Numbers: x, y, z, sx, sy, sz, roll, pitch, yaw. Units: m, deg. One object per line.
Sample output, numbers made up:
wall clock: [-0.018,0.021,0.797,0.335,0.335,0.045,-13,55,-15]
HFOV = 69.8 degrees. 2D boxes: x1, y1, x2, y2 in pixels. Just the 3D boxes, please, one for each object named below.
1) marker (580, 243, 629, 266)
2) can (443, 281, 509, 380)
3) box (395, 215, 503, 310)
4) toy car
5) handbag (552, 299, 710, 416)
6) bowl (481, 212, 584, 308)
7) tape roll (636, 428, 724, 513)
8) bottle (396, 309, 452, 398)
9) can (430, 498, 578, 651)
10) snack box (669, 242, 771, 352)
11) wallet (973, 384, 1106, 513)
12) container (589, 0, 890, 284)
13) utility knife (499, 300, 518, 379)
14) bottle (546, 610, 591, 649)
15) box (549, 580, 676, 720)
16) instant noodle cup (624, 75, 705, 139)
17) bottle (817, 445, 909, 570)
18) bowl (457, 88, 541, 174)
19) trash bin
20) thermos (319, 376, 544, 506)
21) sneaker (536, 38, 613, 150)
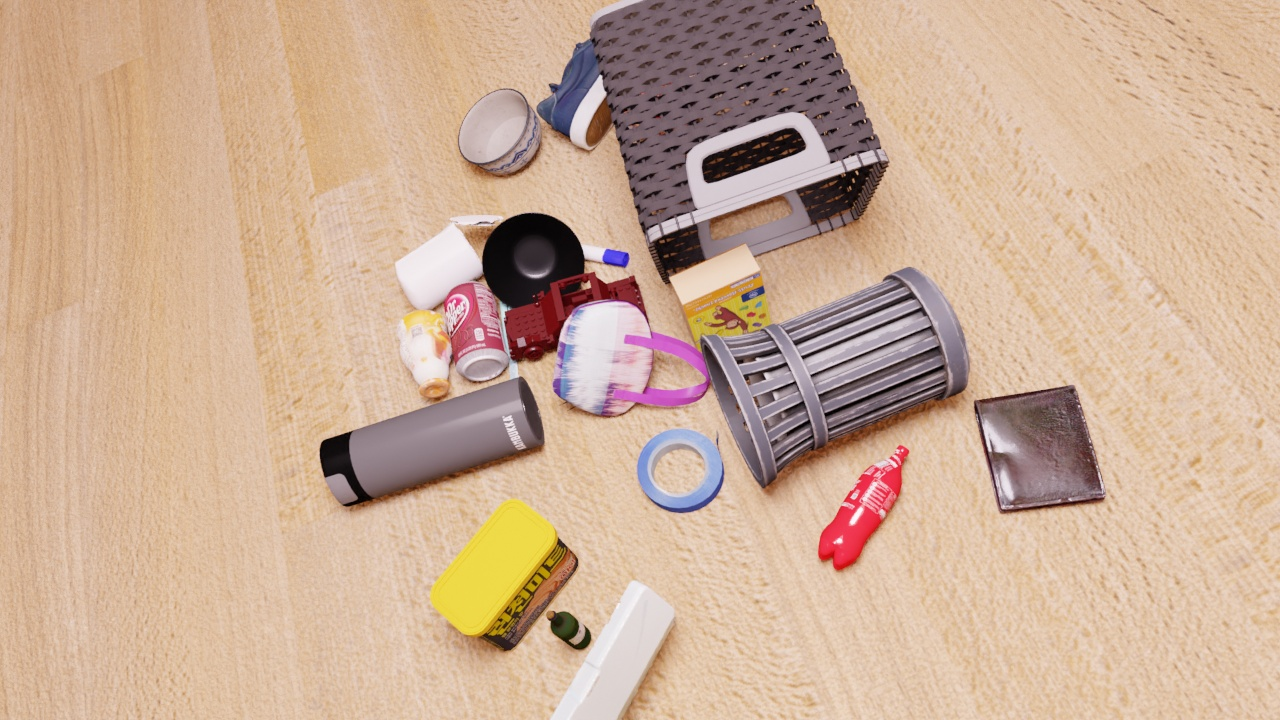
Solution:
marker: [-0.083,-0.139,1.162,0.142,0.020,0.020,13,66,21]
can: [-0.200,-0.036,1.111,0.063,0.063,0.114,-20,59,3]
box: [-0.236,-0.137,1.162,0.161,0.081,0.092,-33,100,-6]
toy car: [-0.081,-0.056,1.087,0.170,0.062,0.070,-15,59,1]
handbag: [-0.006,0.006,1.021,0.170,0.145,0.068,12,23,2]
bowl: [-0.132,-0.125,1.134,0.124,0.124,0.052,-22,19,2]
tape roll: [0.043,0.118,0.989,0.093,0.016,0.091,-7,61,12]
bottle: [-0.258,-0.008,1.111,0.063,0.063,0.108,-21,58,2]
can: [-0.132,0.221,0.930,0.072,0.101,0.130,32,74,27]
snack box: [0.091,-0.061,1.011,0.088,0.126,0.040,-24,59,1]
wallet: [0.393,0.087,0.908,0.099,0.031,0.119,-11,62,12]
container: [0.096,-0.255,1.000,0.247,0.245,0.243,-19,83,4]
utility knife: [-0.157,-0.020,1.122,0.022,0.015,0.168,-14,63,9]
bottle: [-0.072,0.258,0.890,0.025,0.106,0.025,-6,60,11]
box: [-0.027,0.307,0.833,0.043,0.136,0.196,23,70,31]
instant noodle cup: [0.040,-0.373,1.209,0.124,0.124,0.121,14,57,21]
bottle: [0.225,0.143,0.913,0.042,0.042,0.141,30,73,27]
bowl: [-0.184,-0.304,1.248,0.116,0.059,0.115,-11,66,25]
trash bin: [0.197,0.009,0.929,0.227,0.164,0.164,-22,59,-2]
thermos: [-0.236,0.093,1.039,0.240,0.082,0.082,-18,59,5]
sneaker: [-0.046,-0.429,1.264,0.127,0.121,0.294,31,76,14]
